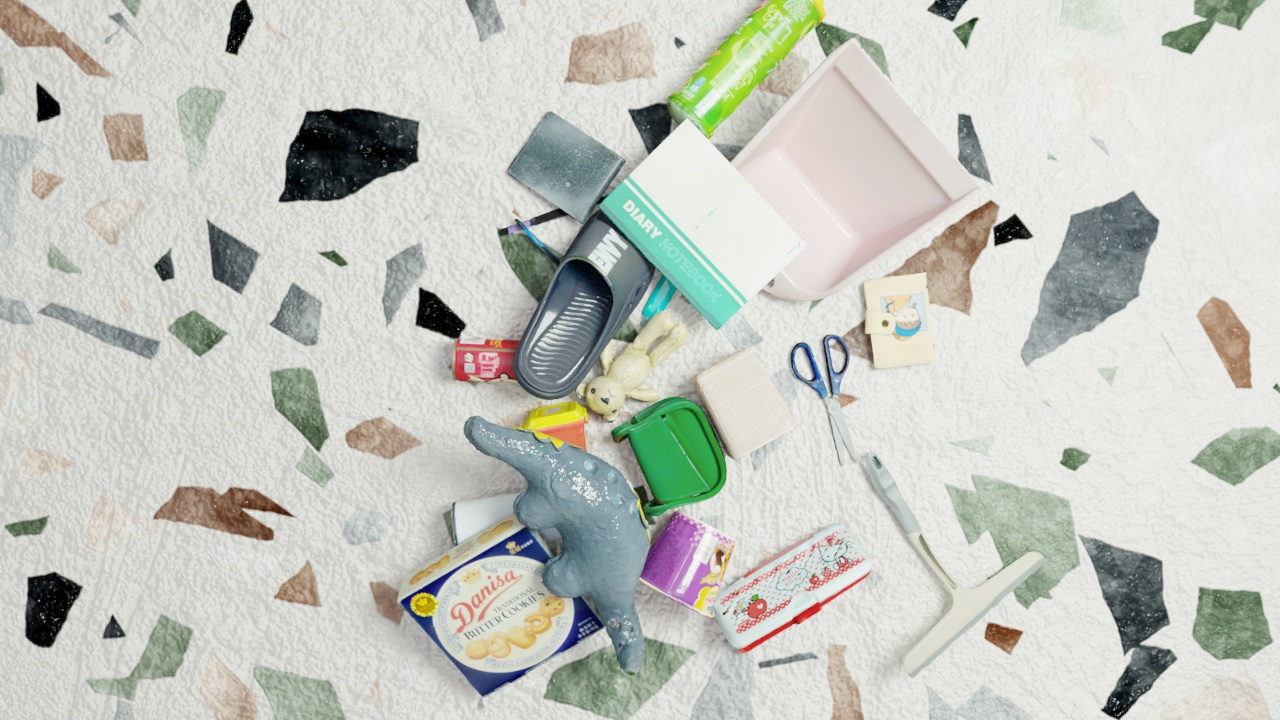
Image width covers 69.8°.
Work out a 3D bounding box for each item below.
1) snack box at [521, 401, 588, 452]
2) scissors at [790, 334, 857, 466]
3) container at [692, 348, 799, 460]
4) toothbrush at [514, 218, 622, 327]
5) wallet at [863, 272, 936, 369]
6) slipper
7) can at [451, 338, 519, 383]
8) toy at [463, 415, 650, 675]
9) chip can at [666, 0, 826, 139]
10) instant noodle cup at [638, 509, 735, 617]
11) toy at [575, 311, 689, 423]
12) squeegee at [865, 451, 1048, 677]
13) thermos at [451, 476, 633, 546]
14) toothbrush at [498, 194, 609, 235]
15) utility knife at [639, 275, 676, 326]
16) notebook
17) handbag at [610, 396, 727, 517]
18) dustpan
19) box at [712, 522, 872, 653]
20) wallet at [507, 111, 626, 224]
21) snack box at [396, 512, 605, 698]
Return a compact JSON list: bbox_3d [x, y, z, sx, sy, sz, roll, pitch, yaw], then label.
[{"bbox_3d":[-0.100,0.098,1.117,0.082,0.091,0.080,-10,98,-2],"label":"snack box"},{"bbox_3d":[0.233,0.053,1.164,0.128,0.012,0.173,12,92,-4],"label":"scissors"},{"bbox_3d":[0.123,0.050,1.123,0.090,0.090,0.111,-29,89,-1],"label":"container"},{"bbox_3d":[-0.092,-0.107,1.147,0.189,0.014,0.016,45,106,-4],"label":"toothbrush"},{"bbox_3d":[0.325,-0.050,1.160,0.087,0.024,0.115,-7,93,-7],"label":"wallet"},{"bbox_3d":[-0.058,-0.077,1.092,0.110,0.083,0.267,30,73,-3],"label":"slipper"},{"bbox_3d":[-0.162,0.001,1.129,0.133,0.053,0.053,2,91,-2],"label":"can"},{"bbox_3d":[-0.063,0.190,1.044,0.137,0.091,0.356,-33,102,-23],"label":"toy"},{"bbox_3d":[0.127,-0.366,1.122,0.072,0.072,0.221,44,89,-2],"label":"chip can"},{"bbox_3d":[0.058,0.243,1.120,0.111,0.112,0.099,28,81,-2],"label":"instant noodle cup"},{"bbox_3d":[-0.007,0.007,1.127,0.105,0.066,0.157,43,97,-9],"label":"toy"},{"bbox_3d":[0.351,0.221,1.158,0.246,0.039,0.246,-33,86,-18],"label":"squeegee"},{"bbox_3d":[-0.114,0.192,1.130,0.224,0.073,0.073,-9,91,-2],"label":"thermos"},{"bbox_3d":[-0.088,-0.189,1.147,0.189,0.017,0.014,-18,86,0],"label":"toothbrush"},{"bbox_3d":[0.043,-0.112,1.154,0.029,0.013,0.161,30,93,0],"label":"utility knife"},{"bbox_3d":[0.073,-0.161,1.096,0.150,0.012,0.209,-44,91,6],"label":"notebook"},{"bbox_3d":[0.038,0.115,1.131,0.120,0.068,0.131,-23,92,-1],"label":"handbag"},{"bbox_3d":[0.212,-0.188,1.065,0.222,0.274,0.138,48,64,1],"label":"dustpan"},{"bbox_3d":[0.187,0.282,1.127,0.201,0.091,0.094,-32,91,-1],"label":"box"},{"bbox_3d":[-0.093,-0.241,1.138,0.121,0.019,0.097,35,89,8],"label":"wallet"},{"bbox_3d":[-0.166,0.294,1.103,0.178,0.045,0.182,-32,112,6],"label":"snack box"}]
